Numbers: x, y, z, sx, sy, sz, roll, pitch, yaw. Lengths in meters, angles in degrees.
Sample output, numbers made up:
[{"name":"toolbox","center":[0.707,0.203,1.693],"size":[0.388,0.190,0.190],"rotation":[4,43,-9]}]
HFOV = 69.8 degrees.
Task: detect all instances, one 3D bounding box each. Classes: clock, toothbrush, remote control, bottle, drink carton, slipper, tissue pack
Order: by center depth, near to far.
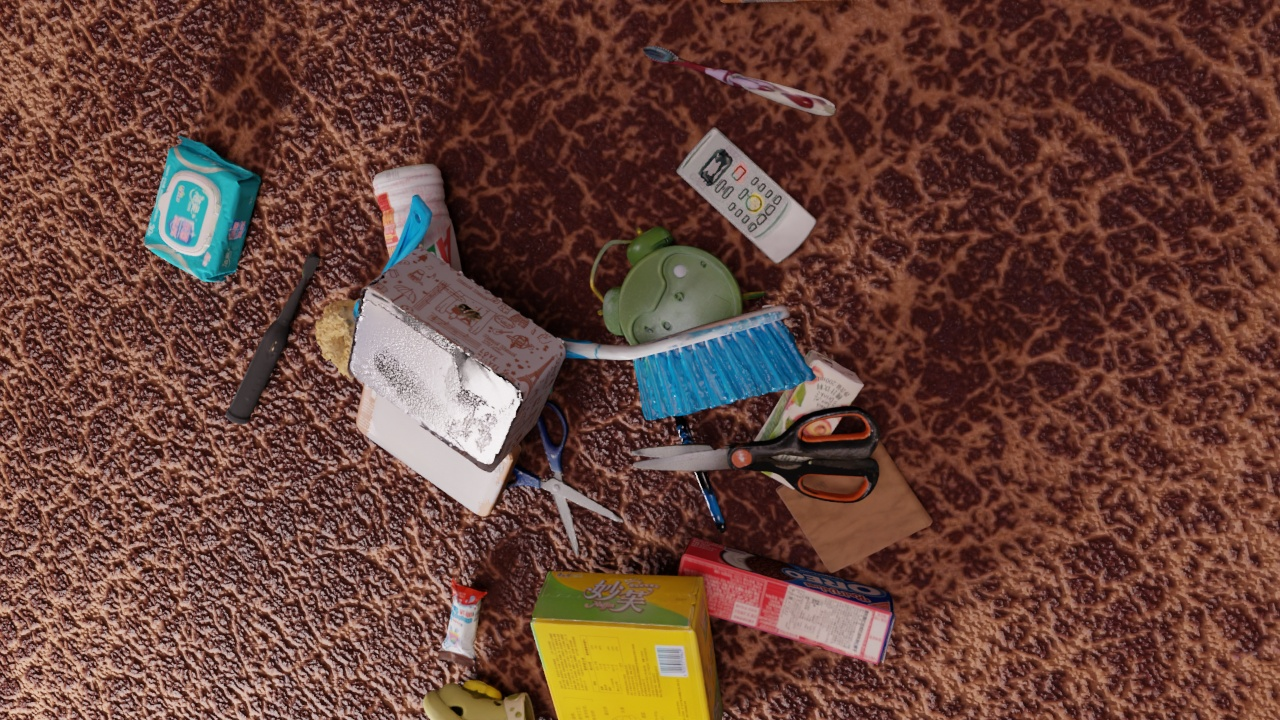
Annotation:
[{"name":"toothbrush","center":[0.089,-0.258,0.842],"size":[0.187,0.017,0.016],"rotation":[21,104,10]},{"name":"remote control","center":[0.100,-0.153,0.857],"size":[0.135,0.019,0.056],"rotation":[44,106,3]},{"name":"drink carton","center":[0.153,0.055,0.867],"size":[0.053,0.045,0.123],"rotation":[28,107,-6]},{"name":"clock","center":[0.026,-0.060,0.872],"size":[0.161,0.056,0.116],"rotation":[29,104,7]},{"name":"toothbrush","center":[0.048,0.087,0.914],"size":[0.014,0.016,0.189],"rotation":[-19,96,23]},{"name":"bottle","center":[-0.212,-0.093,0.916],"size":[0.068,0.068,0.197],"rotation":[-10,98,15]},{"name":"tissue pack","center":[-0.464,-0.160,0.974],"size":[0.093,0.050,0.133],"rotation":[24,104,9]},{"name":"slipper","center":[-0.142,0.398,0.988],"size":[0.190,0.092,0.081],"rotation":[27,65,17]},{"name":"toothbrush","center":[-0.397,-0.024,0.996],"size":[0.026,0.027,0.213],"rotation":[20,108,-37]}]

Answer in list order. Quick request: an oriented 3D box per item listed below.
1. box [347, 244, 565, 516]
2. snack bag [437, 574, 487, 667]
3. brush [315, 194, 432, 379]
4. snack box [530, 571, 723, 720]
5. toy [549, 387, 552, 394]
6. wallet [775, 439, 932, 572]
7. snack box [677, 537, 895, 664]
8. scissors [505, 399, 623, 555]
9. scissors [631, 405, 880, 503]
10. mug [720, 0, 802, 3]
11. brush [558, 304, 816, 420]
[{"name":"box","center":[-0.190,0.041,0.884],"size":[0.177,0.082,0.260],"rotation":[34,136,6]},{"name":"snack bag","center":[-0.193,0.285,1.000],"size":[0.045,0.026,0.105],"rotation":[13,105,8]},{"name":"brush","center":[-0.258,-0.069,0.900],"size":[0.083,0.045,0.255],"rotation":[52,130,11]},{"name":"snack box","center":[-0.008,0.305,0.900],"size":[0.158,0.069,0.210],"rotation":[-1,123,13]},{"name":"toy","center":[-0.141,-0.001,0.936],"size":[0.092,0.030,0.096],"rotation":[-16,90,13]},{"name":"wallet","center":[0.204,0.140,0.885],"size":[0.115,0.020,0.101],"rotation":[-34,89,19]},{"name":"snack box","center":[0.139,0.234,0.897],"size":[0.207,0.057,0.058],"rotation":[14,100,11]},{"name":"scissors","center":[-0.097,0.121,0.956],"size":[0.174,0.012,0.162],"rotation":[7,101,11]},{"name":"scissors","center":[0.108,0.103,0.848],"size":[0.235,0.021,0.148],"rotation":[-22,107,9]},{"name":"mug","center":[0.128,-0.345,0.791],"size":[0.123,0.078,0.078],"rotation":[0,100,19]},{"name":"brush","center":[-0.005,0.005,0.838],"size":[0.315,0.060,0.109],"rotation":[-15,94,22]}]
